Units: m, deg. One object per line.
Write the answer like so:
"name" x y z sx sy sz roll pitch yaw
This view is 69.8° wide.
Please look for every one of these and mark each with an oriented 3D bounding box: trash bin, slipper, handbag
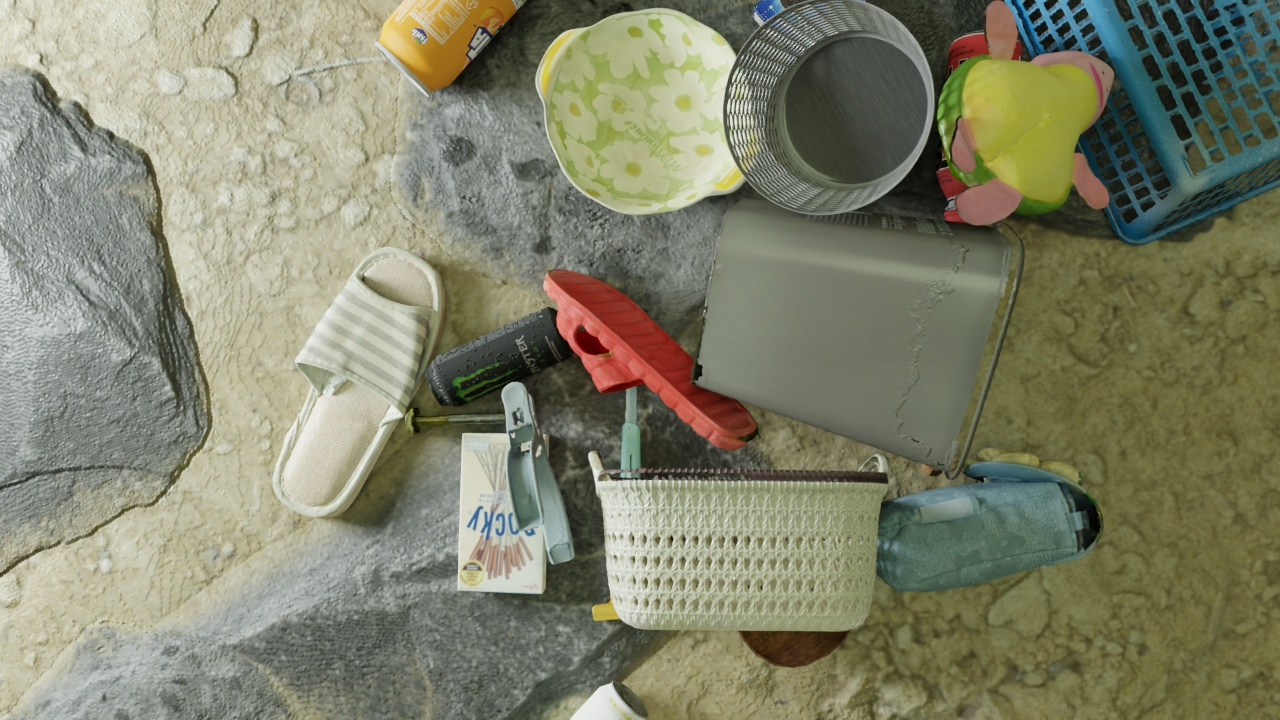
"trash bin" 0.173 -0.037 0.773 0.220 0.197 0.198 13 108 10
"trash bin" 0.167 -0.209 0.767 0.157 0.183 0.156 5 106 19
"slipper" -0.005 0.005 0.821 0.249 0.103 0.059 42 112 21
"slipper" -0.271 0.023 0.873 0.114 0.054 0.272 22 90 -1
"handbag" 0.290 0.133 0.805 0.192 0.121 0.118 -11 83 7

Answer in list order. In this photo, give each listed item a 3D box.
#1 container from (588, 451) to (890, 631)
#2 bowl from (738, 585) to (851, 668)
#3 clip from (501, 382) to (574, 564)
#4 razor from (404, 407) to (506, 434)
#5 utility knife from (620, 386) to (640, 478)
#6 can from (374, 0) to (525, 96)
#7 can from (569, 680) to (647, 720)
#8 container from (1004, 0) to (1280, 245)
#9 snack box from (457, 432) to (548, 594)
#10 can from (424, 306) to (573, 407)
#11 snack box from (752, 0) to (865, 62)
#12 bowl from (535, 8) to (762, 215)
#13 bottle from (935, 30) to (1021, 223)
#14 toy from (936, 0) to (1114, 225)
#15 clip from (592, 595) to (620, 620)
"container" 0.082 0.148 0.771 0.251 0.185 0.143 0 79 0
"bowl" 0.143 0.227 0.849 0.114 0.026 0.102 -34 71 -1
"clip" -0.089 0.118 0.828 0.031 0.172 0.164 -14 132 1
"razor" -0.168 0.056 0.876 0.106 0.042 0.026 -1 86 -6
"utility knife" -0.010 0.090 0.873 0.022 0.015 0.147 1 85 -1
"can" -0.176 -0.325 0.862 0.079 0.079 0.142 43 91 4
"can" -0.044 0.348 0.845 0.055 0.055 0.101 43 91 4
"container" 0.493 -0.318 0.818 0.257 0.089 0.362 -24 87 3
"snack box" -0.130 0.144 0.871 0.082 0.026 0.150 1 87 2
"can" -0.130 -0.003 0.862 0.138 0.054 0.054 -24 87 2
"snack box" 0.184 -0.301 0.866 0.082 0.027 0.150 -42 86 2
"bowl" 0.009 -0.225 0.858 0.219 0.060 0.188 30 91 5
"bottle" 0.306 -0.204 0.839 0.062 0.062 0.176 7 89 3
"toy" 0.313 -0.194 0.752 0.237 0.088 0.190 -41 97 -31
"clip" -0.019 0.225 0.865 0.054 0.046 0.048 -7 120 4
